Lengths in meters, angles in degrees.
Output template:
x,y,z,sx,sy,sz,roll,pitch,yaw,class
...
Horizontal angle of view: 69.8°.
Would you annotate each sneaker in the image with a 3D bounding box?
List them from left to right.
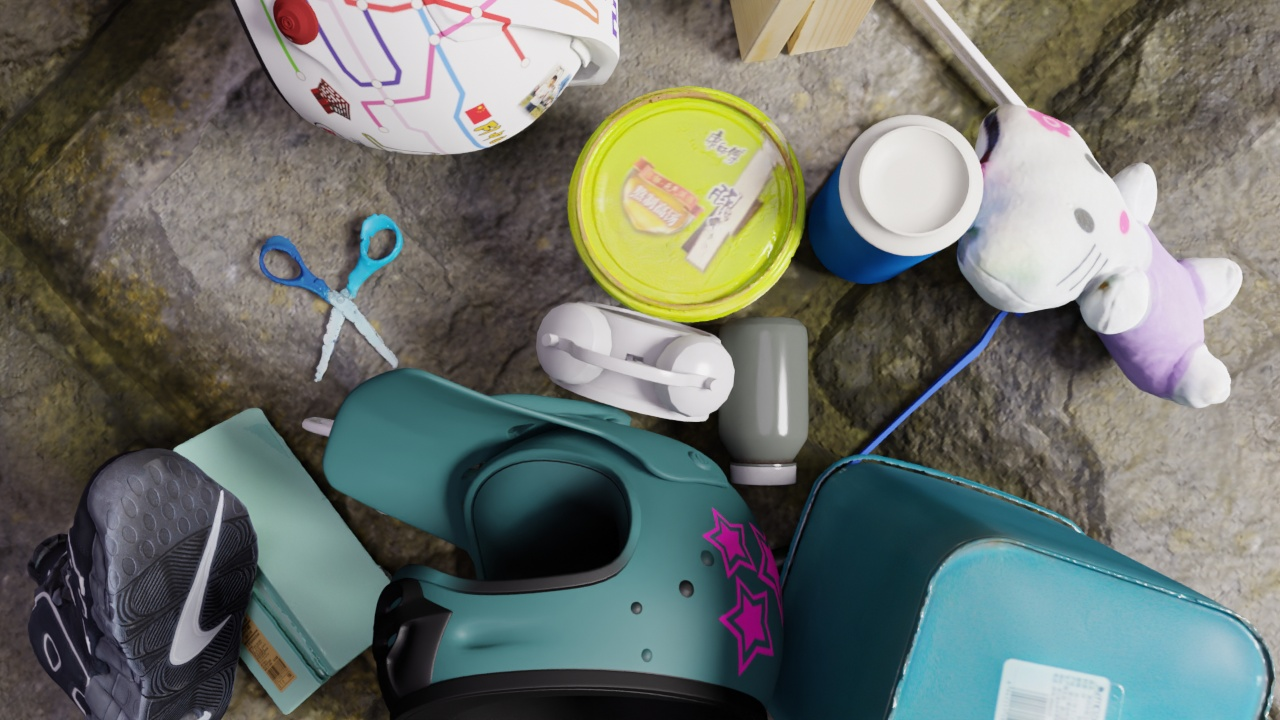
x,y,z,sx,sy,sz,roll,pitch,yaw,class
-0.334,0.136,0.584,0.151,0.097,0.253,28,122,19,sneaker

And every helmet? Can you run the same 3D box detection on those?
x,y,z,sx,sy,sz,roll,pitch,yaw,class
-0.134,-0.285,0.547,0.236,0.231,0.314,-21,93,6,helmet
-0.044,0.117,0.531,0.274,0.200,0.177,23,131,-33,helmet

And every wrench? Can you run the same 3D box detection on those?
x,y,z,sx,sy,sz,roll,pitch,yaw,class
0.226,-0.205,0.625,0.009,0.047,0.273,-40,89,0,wrench

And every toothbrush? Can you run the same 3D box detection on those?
x,y,z,sx,sy,sz,roll,pitch,yaw,class
0.211,0.012,0.630,0.011,0.016,0.187,44,92,1,toothbrush

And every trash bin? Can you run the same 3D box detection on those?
x,y,z,sx,sy,sz,roll,pitch,yaw,class
0.181,0.166,0.489,0.196,0.218,0.199,17,87,3,trash bin

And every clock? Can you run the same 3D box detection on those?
x,y,z,sx,sy,sz,roll,pitch,yaw,class
-0.004,0.003,0.569,0.120,0.159,0.061,15,96,3,clock

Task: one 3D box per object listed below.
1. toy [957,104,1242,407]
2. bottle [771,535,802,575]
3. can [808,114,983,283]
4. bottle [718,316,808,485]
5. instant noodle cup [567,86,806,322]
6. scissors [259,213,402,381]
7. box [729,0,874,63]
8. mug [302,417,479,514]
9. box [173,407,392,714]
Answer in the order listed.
x,y,z,sx,sy,sz,roll,pitch,yaw,class
0.281,-0.065,0.575,0.209,0.086,0.137,32,64,-15,toy
0.123,0.131,0.619,0.123,0.033,0.033,-11,87,3,bottle
0.152,-0.094,0.570,0.079,0.146,0.079,0,88,2,can
0.082,0.027,0.612,0.060,0.060,0.108,0,87,2,bottle
0.030,-0.094,0.600,0.146,0.098,0.146,0,86,2,instant noodle cup
-0.221,-0.048,0.654,0.127,0.014,0.127,15,93,-1,scissors
0.088,-0.338,0.592,0.092,0.128,0.249,-11,88,1,box
-0.167,0.056,0.613,0.124,0.076,0.090,14,88,3,mug
-0.258,0.139,0.639,0.187,0.078,0.113,49,119,5,box
